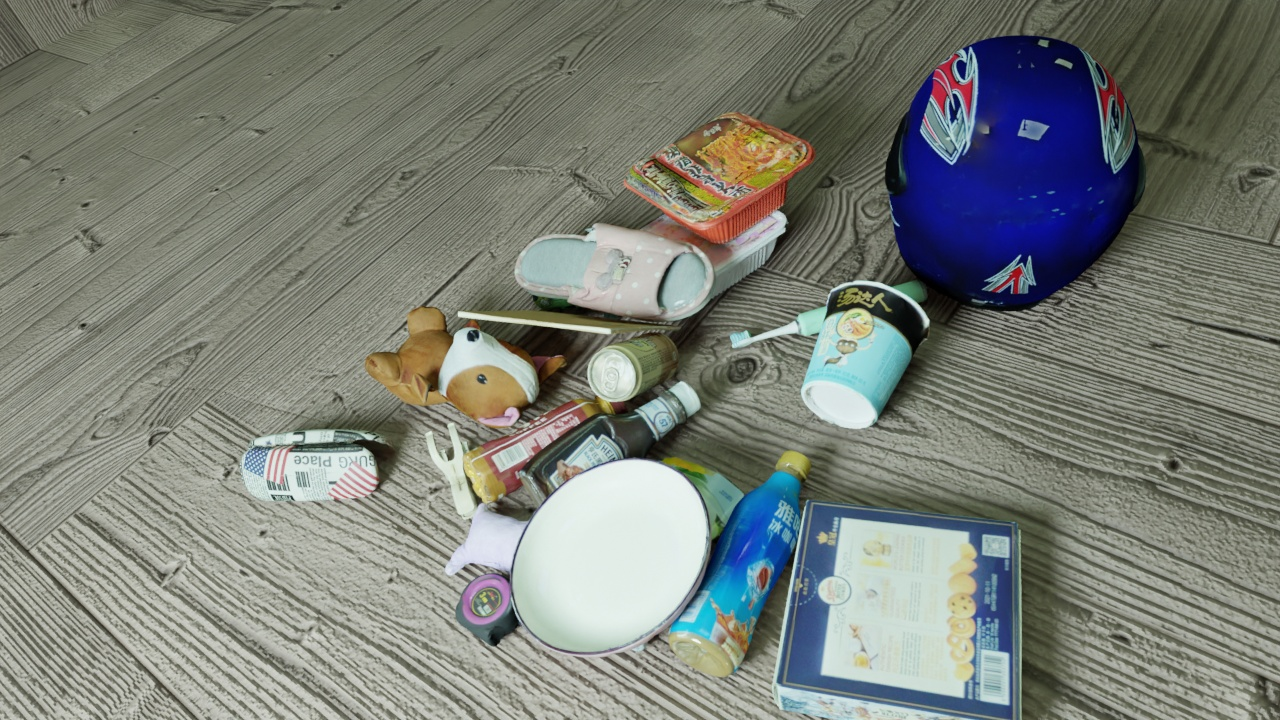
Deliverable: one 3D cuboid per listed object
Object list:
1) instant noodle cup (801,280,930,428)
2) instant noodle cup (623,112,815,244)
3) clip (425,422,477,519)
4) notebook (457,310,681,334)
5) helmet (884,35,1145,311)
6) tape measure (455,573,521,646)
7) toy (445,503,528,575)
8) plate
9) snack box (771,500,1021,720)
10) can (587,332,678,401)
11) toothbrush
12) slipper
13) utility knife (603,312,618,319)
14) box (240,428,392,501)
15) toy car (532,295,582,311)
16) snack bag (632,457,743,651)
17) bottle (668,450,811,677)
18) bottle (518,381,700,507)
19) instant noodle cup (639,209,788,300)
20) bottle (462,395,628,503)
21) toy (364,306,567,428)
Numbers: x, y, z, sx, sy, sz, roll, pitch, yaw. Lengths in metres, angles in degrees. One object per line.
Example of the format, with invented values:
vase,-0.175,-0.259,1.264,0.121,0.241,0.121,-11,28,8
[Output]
instant noodle cup,0.220,0.000,0.922,0.111,0.111,0.120,14,60,27
instant noodle cup,0.096,-0.214,1.094,0.188,0.079,0.164,-35,48,-16
clip,-0.197,0.109,0.960,0.035,0.094,0.102,-20,34,-4
notebook,-0.080,-0.044,1.031,0.208,0.008,0.147,7,7,32
helmet,0.388,-0.222,0.974,0.247,0.241,0.314,5,45,6
tape measure,-0.137,0.228,0.844,0.057,0.039,0.057,20,60,31
toy,-0.129,0.180,0.887,0.108,0.039,0.083,9,50,21
plate,-0.023,0.176,0.812,0.193,0.039,0.192,-17,45,17
snack box,0.215,0.208,0.756,0.183,0.046,0.177,4,48,19
can,-0.006,0.006,0.971,0.059,0.058,0.116,8,13,23
toothbrush,0.209,-0.048,1.022,0.224,0.026,0.027,-17,70,0
slipper,-0.039,-0.108,1.064,0.275,0.054,0.114,12,69,32
utility knife,-0.010,-0.110,1.151,0.031,0.021,0.204,3,41,25
box,-0.359,0.118,1.010,0.163,0.076,0.088,-1,70,11
toy car,-0.088,-0.085,1.136,0.091,0.036,0.043,-7,48,13
snack bag,0.007,0.177,0.855,0.110,0.039,0.190,23,59,28
bottle,0.098,0.170,0.814,0.065,0.065,0.218,14,51,27
bottle,-0.024,0.086,0.924,0.194,0.080,0.044,-33,10,-18
instant noodle cup,0.080,-0.135,1.121,0.173,0.060,0.138,-33,47,-18
bottle,-0.095,0.084,0.950,0.174,0.057,0.057,-26,45,-21
toy,-0.194,0.007,1.025,0.200,0.131,0.139,20,52,19
